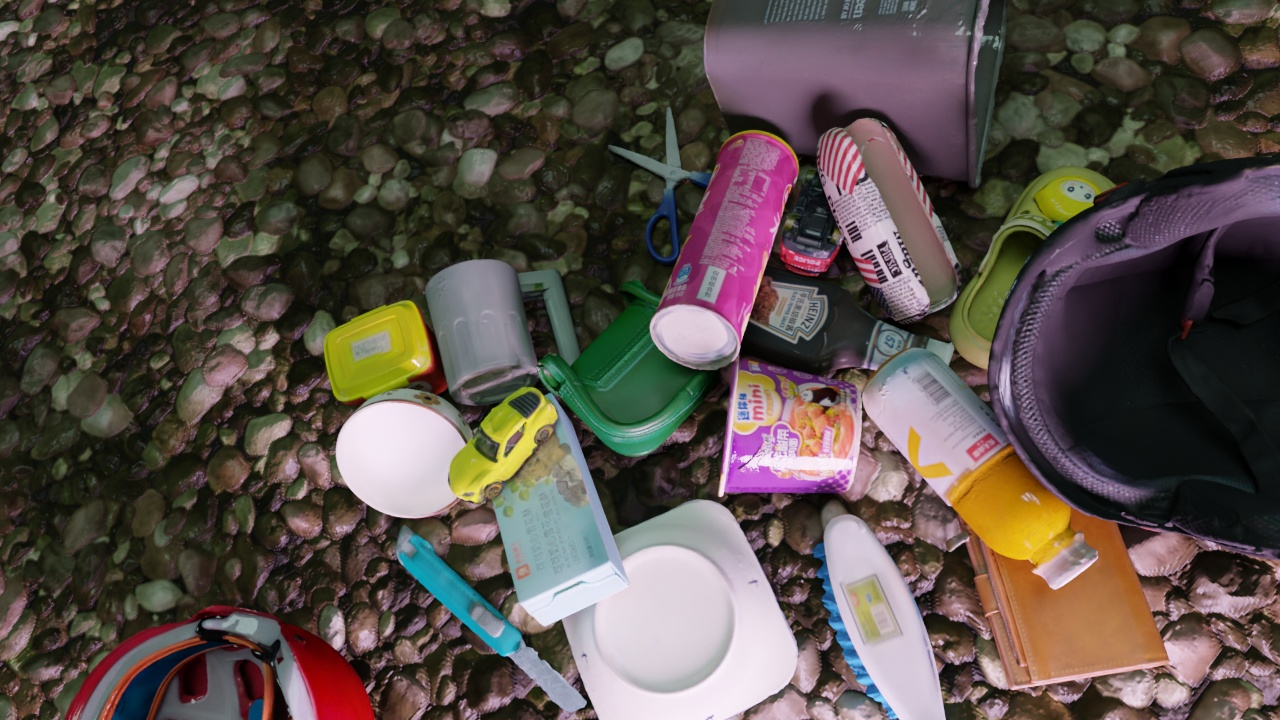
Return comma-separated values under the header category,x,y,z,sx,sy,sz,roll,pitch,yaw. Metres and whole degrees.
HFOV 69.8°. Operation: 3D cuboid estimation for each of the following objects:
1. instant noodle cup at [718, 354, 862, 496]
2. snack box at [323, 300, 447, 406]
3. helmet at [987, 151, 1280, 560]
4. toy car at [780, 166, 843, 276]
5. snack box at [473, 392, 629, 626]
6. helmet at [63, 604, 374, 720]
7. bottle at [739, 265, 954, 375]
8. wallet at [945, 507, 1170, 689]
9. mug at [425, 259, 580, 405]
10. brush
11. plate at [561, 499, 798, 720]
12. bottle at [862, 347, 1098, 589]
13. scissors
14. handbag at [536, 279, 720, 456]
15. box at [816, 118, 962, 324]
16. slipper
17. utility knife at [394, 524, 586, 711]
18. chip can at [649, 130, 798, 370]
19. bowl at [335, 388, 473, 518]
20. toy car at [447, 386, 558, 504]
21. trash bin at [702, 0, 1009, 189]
category,x,y,z,sx,sy,sz,roll,pitch,yaw
instant noodle cup,0.113,0.054,0.700,0.099,0.112,0.111,6,70,7
snack box,-0.220,0.001,0.810,0.091,0.080,0.082,-22,66,4
helmet,0.361,-0.006,0.596,0.275,0.230,0.233,-8,92,13
toy car,0.152,-0.120,0.781,0.053,0.045,0.120,19,52,12
snack box,-0.074,0.114,0.727,0.074,0.052,0.174,-25,51,1
helmet,-0.299,0.295,0.682,0.240,0.144,0.206,0,68,28
bottle,0.154,-0.024,0.752,0.195,0.044,0.079,19,66,18
wallet,0.289,0.158,0.651,0.119,0.035,0.130,-13,63,10
mug,-0.118,-0.026,0.805,0.123,0.084,0.103,-9,66,-17
brush,0.188,0.244,0.602,0.060,0.109,0.314,-20,65,2
plate,0.021,0.198,0.701,0.163,0.034,0.164,-27,64,2
bottle,0.238,0.074,0.649,0.068,0.068,0.189,-36,62,-2
scissors,0.039,-0.163,0.852,0.162,0.012,0.175,6,69,16
handbag,-0.004,0.004,0.749,0.120,0.068,0.131,38,72,14
box,0.178,-0.103,0.709,0.081,0.075,0.163,-24,88,-39
slipper,0.315,-0.078,0.716,0.091,0.081,0.190,33,82,20
utility knife,-0.127,0.207,0.743,0.221,0.013,0.029,35,80,23
chip can,0.070,-0.093,0.734,0.071,0.071,0.210,10,52,17
bowl,-0.192,0.070,0.776,0.113,0.113,0.062,-12,23,8
toy car,-0.112,0.065,0.722,0.048,0.032,0.105,31,74,36
trash bin,0.186,-0.271,0.767,0.220,0.198,0.198,9,71,22
